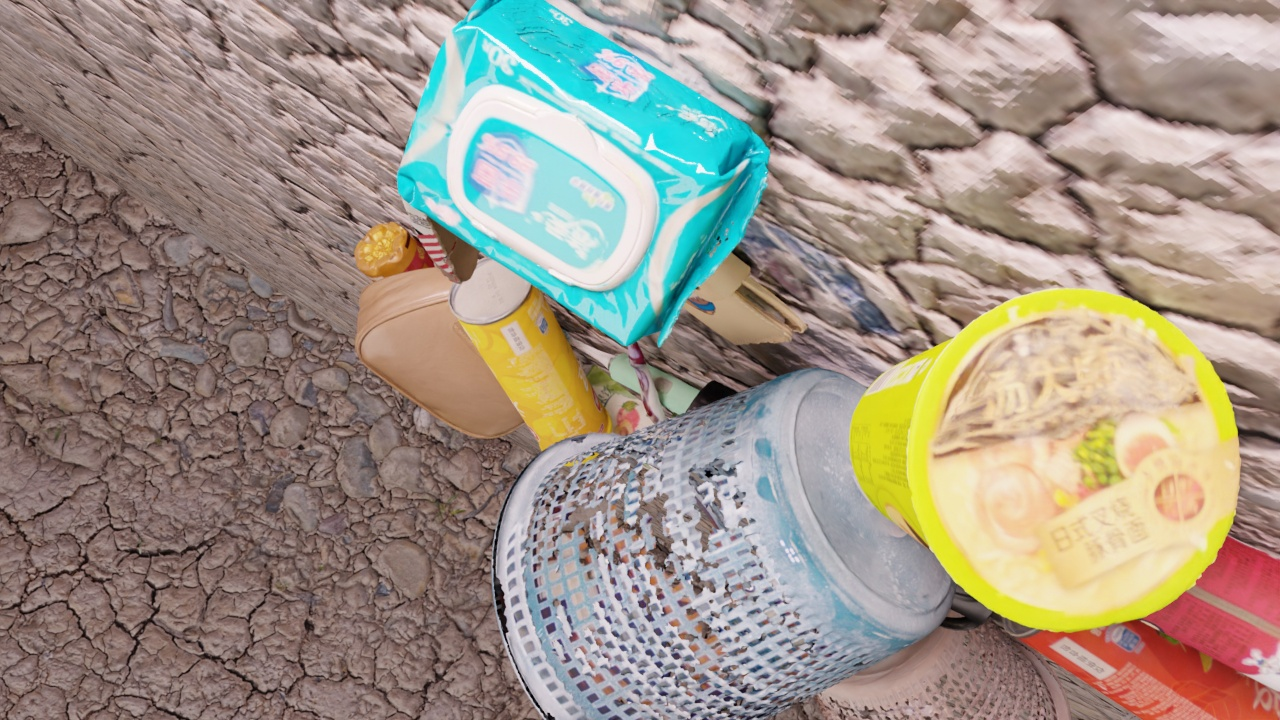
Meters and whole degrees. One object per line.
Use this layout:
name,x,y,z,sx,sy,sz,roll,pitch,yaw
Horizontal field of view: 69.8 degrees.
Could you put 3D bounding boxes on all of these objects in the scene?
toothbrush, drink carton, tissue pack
toothbrush,-0.004,0.004,0.699,0.016,0.017,0.188,26,156,27
drink carton,-0.021,0.059,0.937,0.122,0.053,0.045,38,168,-18
tissue pack,-0.023,-0.071,0.357,0.133,0.050,0.093,32,130,3
toothbrush,0.006,0.017,0.774,0.225,0.026,0.027,27,167,27

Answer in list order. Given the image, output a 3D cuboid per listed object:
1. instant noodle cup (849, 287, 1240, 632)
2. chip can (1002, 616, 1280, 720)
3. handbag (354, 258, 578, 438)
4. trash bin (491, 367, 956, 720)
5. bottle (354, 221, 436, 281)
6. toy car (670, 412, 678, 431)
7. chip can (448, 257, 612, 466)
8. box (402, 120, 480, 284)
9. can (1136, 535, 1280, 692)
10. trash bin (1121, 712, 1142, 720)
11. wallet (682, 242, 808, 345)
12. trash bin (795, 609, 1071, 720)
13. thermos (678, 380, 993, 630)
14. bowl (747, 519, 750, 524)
instant noodle cup,0.137,0.035,0.356,0.111,0.111,0.123,33,176,-1
chip can,0.327,0.193,0.544,0.216,0.073,0.073,32,168,2
handbag,-0.160,-0.016,0.853,0.148,0.099,0.204,-22,141,17
trash bin,0.061,0.110,0.532,0.226,0.225,0.196,38,132,-21
bottle,-0.207,-0.066,0.912,0.057,0.057,0.175,24,165,35
toy car,0.064,0.077,0.842,0.091,0.036,0.043,30,169,33
chip can,-0.087,0.007,0.776,0.072,0.072,0.213,25,156,32
box,-0.068,-0.086,0.480,0.088,0.076,0.163,14,164,4
can,0.249,0.100,0.422,0.133,0.053,0.053,27,167,25
trash bin,0.476,0.398,0.648,0.229,0.229,0.252,38,162,-23
wallet,0.028,-0.046,0.486,0.115,0.024,0.087,38,166,-17
trash bin,0.245,0.285,0.835,0.228,0.227,0.192,15,146,56
thermos,0.137,0.108,0.657,0.242,0.090,0.068,29,-150,20
bowl,0.150,0.164,0.889,0.116,0.066,0.116,31,168,7
